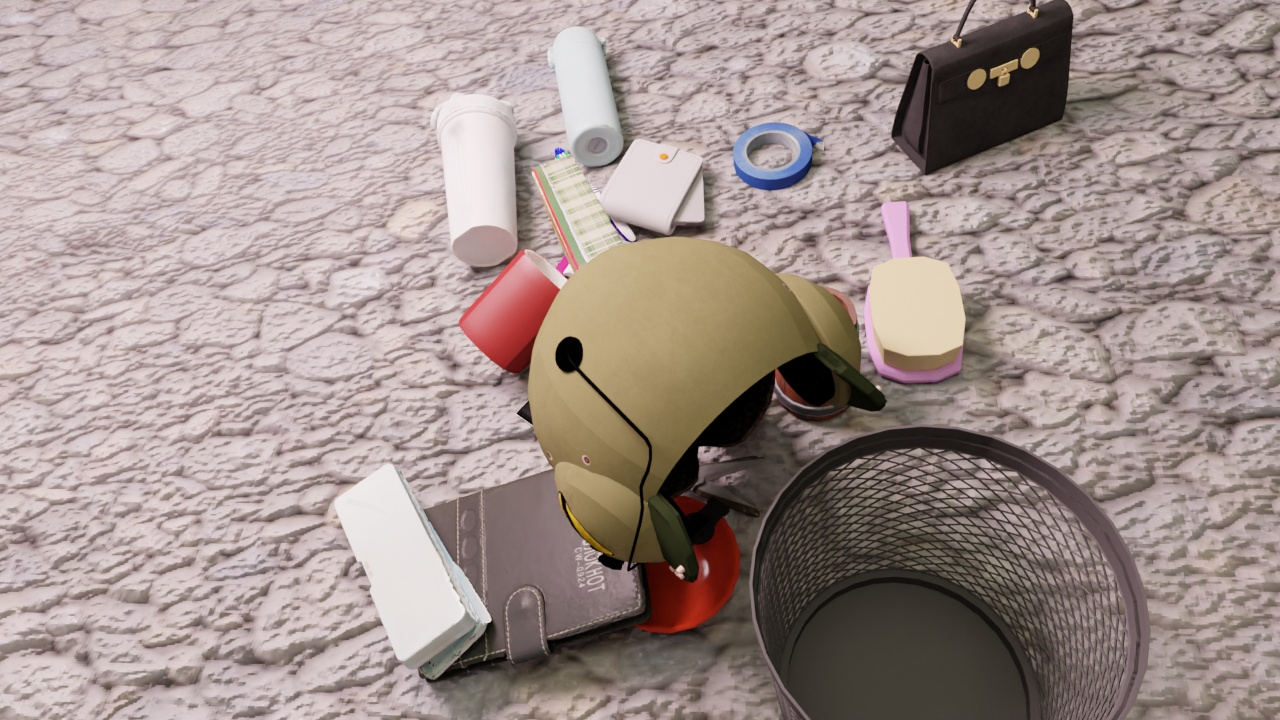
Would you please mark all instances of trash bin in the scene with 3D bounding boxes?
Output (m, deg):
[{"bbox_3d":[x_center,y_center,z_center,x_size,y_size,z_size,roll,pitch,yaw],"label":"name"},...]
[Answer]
[{"bbox_3d":[0.188,0.195,0.617,0.218,0.228,0.217,-5,55,6],"label":"trash bin"}]

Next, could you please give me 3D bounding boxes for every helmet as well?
[{"bbox_3d":[0.031,0.026,0.685,0.250,0.256,0.233,-40,65,-11],"label":"helmet"}]

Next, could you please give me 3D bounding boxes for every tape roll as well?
[{"bbox_3d":[0.152,-0.236,1.056,0.091,0.016,0.092,29,64,26],"label":"tape roll"}]

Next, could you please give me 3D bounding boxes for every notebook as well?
[{"bbox_3d":[-0.098,0.173,0.782,0.209,0.029,0.169,-21,50,14],"label":"notebook"}]

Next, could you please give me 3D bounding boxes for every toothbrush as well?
[{"bbox_3d":[-0.054,-0.192,1.062,0.015,0.016,0.186,-29,55,-13],"label":"toothbrush"}]

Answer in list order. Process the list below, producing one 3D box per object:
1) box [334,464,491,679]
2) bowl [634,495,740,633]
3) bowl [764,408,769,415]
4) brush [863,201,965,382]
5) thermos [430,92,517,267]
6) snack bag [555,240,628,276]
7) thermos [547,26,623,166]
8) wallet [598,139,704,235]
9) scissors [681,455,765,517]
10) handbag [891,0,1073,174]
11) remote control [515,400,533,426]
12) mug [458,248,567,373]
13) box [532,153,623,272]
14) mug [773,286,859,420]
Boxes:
[{"bbox_3d":[-0.200,0.172,0.786,0.083,0.067,0.199,-54,46,10],"label":"box"},{"bbox_3d":[0.024,0.176,0.778,0.122,0.035,0.121,-5,55,7],"label":"bowl"},{"bbox_3d":[0.061,0.017,0.844,0.062,0.115,0.115,-34,56,3],"label":"bowl"},{"bbox_3d":[0.266,-0.083,0.913,0.089,0.043,0.228,-2,55,8],"label":"brush"},{"bbox_3d":[-0.187,-0.216,1.055,0.099,0.099,0.220,-11,57,2],"label":"thermos"},{"bbox_3d":[0.006,-0.092,0.981,0.197,0.016,0.070,19,58,21],"label":"snack bag"},{"bbox_3d":[-0.068,-0.331,1.131,0.078,0.065,0.206,-9,54,-4],"label":"thermos"},{"bbox_3d":[0.027,-0.192,1.030,0.115,0.038,0.118,19,56,12],"label":"wallet"},{"bbox_3d":[0.004,0.106,0.833,0.179,0.015,0.198,-43,71,-7],"label":"scissors"},{"bbox_3d":[0.368,-0.320,0.967,0.175,0.196,0.072,-22,55,-6],"label":"handbag"},{"bbox_3d":[-0.069,0.070,0.883,0.124,0.012,0.028,31,66,27],"label":"remote control"},{"bbox_3d":[-0.115,-0.050,0.924,0.080,0.116,0.097,44,99,2],"label":"mug"},{"bbox_3d":[-0.049,-0.107,0.901,0.050,0.118,0.205,-21,45,-4],"label":"box"},{"bbox_3d":[0.145,-0.013,0.843,0.117,0.111,0.081,21,61,23],"label":"mug"}]
